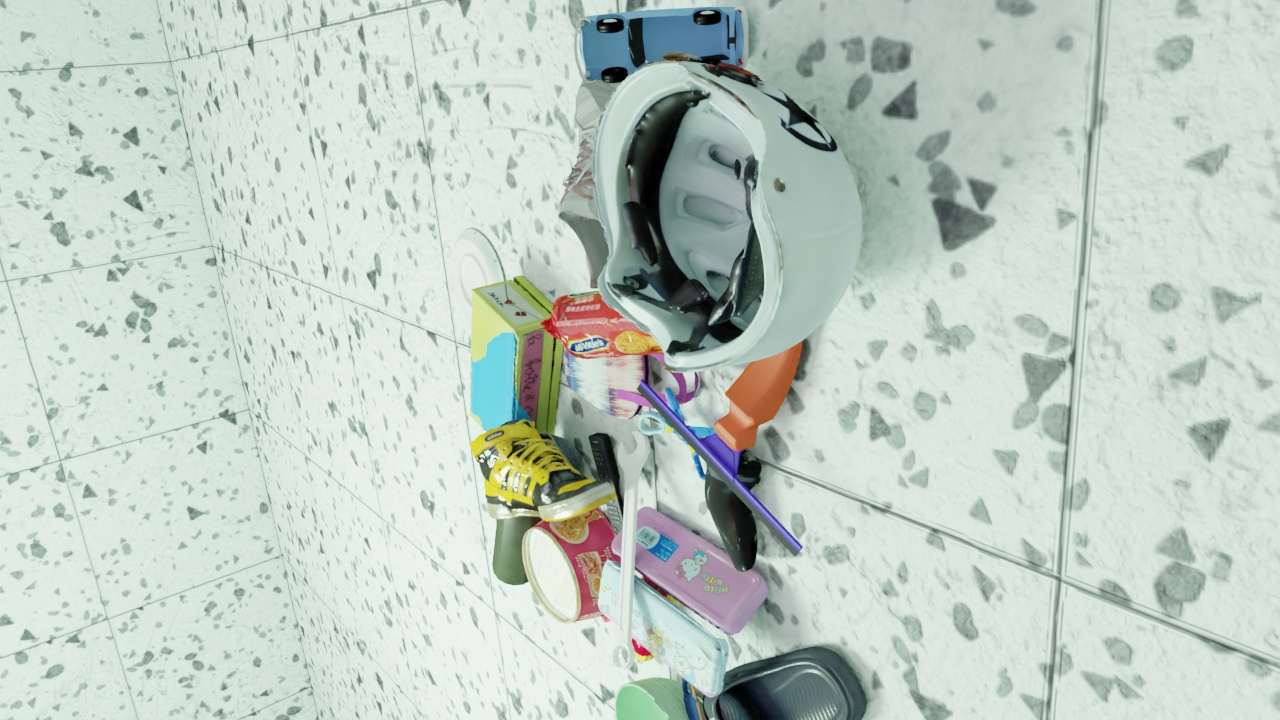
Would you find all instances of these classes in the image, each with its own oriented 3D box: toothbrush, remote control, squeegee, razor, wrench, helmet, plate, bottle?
[{"bbox_3d":[0.057,0.386,1.107,0.022,0.017,0.135,-40,49,38],"label":"toothbrush"},{"bbox_3d":[-0.037,0.160,1.180,0.032,0.015,0.136,-1,106,54],"label":"remote control"},{"bbox_3d":[0.111,0.033,0.879,0.249,0.055,0.185,46,129,32],"label":"squeegee"},{"bbox_3d":[0.104,0.153,0.958,0.064,0.052,0.140,-8,107,22],"label":"razor"},{"bbox_3d":[-0.013,0.216,1.068,0.047,0.009,0.273,-14,66,43],"label":"wrench"},{"bbox_3d":[0.077,-0.126,0.767,0.264,0.163,0.237,54,138,35],"label":"helmet"},{"bbox_3d":[-0.240,-0.113,1.340,0.157,0.014,0.157,28,126,46],"label":"plate"},{"bbox_3d":[-0.178,0.242,1.361,0.071,0.071,0.207,43,136,36],"label":"bottle"}]

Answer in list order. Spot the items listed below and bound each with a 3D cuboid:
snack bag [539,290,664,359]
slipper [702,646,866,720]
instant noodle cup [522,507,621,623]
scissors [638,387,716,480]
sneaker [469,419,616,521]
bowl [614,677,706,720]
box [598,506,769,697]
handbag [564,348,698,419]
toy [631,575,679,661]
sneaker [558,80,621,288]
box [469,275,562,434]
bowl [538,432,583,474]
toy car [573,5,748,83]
[{"bbox_3d":[-0.014,-0.039,0.966,0.177,0.082,0.082,-3,103,31],"label":"snack bag"},{"bbox_3d":[0.133,0.385,0.986,0.110,0.083,0.269,60,143,14],"label":"slipper"},{"bbox_3d":[-0.097,0.283,1.261,0.179,0.077,0.179,27,125,46],"label":"instant noodle cup"},{"bbox_3d":[0.046,0.079,1.000,0.131,0.013,0.125,4,126,37],"label":"scissors"},{"bbox_3d":[-0.127,0.132,1.144,0.239,0.085,0.122,-12,97,47],"label":"sneaker"},{"bbox_3d":[0.040,0.462,1.152,0.151,0.076,0.151,27,126,46],"label":"bowl"},{"bbox_3d":[0.037,0.267,1.040,0.214,0.051,0.149,23,89,48],"label":"box"},{"bbox_3d":[-0.006,0.006,1.037,0.170,0.067,0.145,19,119,42],"label":"handbag"},{"bbox_3d":[0.007,0.323,1.147,0.105,0.067,0.138,-112,29,-46],"label":"toy"},{"bbox_3d":[-0.045,-0.184,0.972,0.099,0.089,0.236,-2,103,55],"label":"sneaker"},{"bbox_3d":[-0.172,0.012,1.249,0.124,0.081,0.221,40,137,39],"label":"box"},{"bbox_3d":[-0.113,0.144,1.236,0.110,0.055,0.110,14,111,41],"label":"bowl"},{"bbox_3d":[0.018,-0.282,0.813,0.054,0.153,0.056,-92,-3,-58],"label":"toy car"}]
